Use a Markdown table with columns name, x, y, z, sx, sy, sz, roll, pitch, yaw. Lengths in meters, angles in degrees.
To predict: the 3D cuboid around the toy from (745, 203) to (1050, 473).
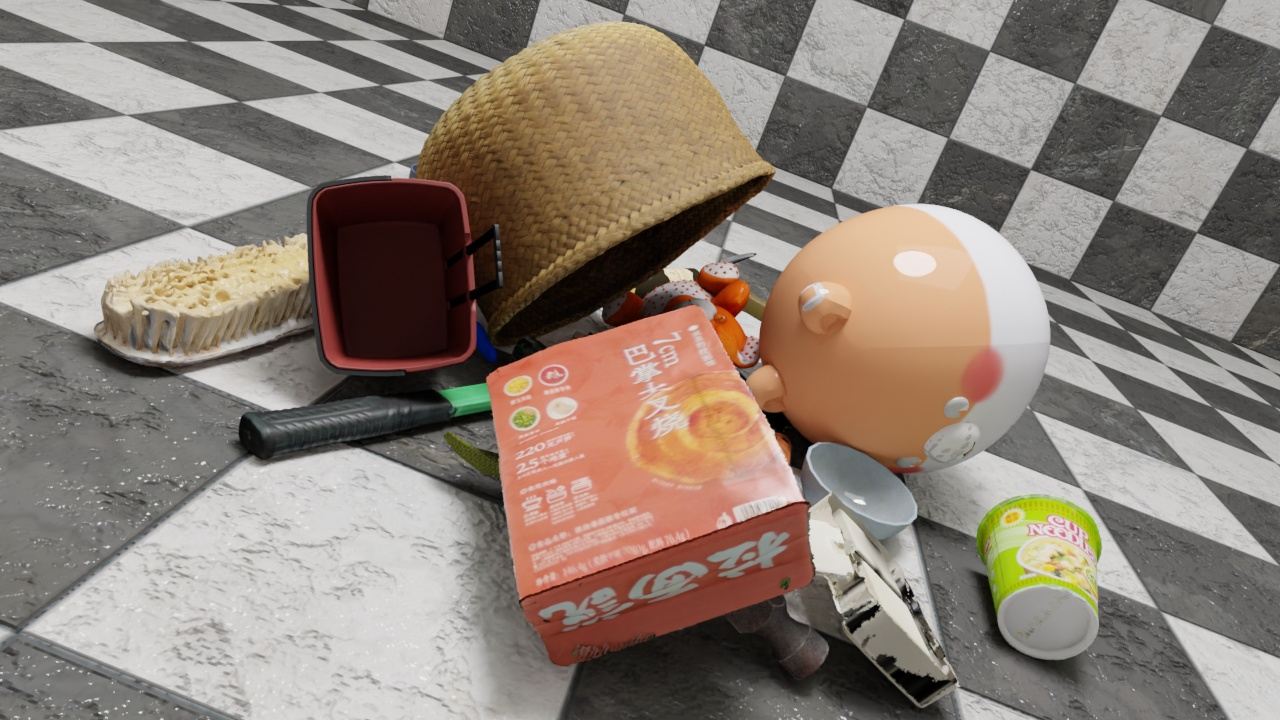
| name | x | y | z | sx | sy | sz | roll | pitch | yaw |
| --- | --- | --- | --- | --- | --- | --- | --- | --- | --- |
| toy | 0.245 | -0.016 | 0.893 | 0.280 | 0.264 | 0.265 | -3 | 50 | -28 |

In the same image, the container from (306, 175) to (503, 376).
| name | x | y | z | sx | sy | sz | roll | pitch | yaw |
| --- | --- | --- | --- | --- | --- | --- | --- | --- | --- |
| container | -0.180 | -0.063 | 0.686 | 0.127 | 0.148 | 0.201 | -4 | 0 | -16 |

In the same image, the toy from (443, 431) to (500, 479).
| name | x | y | z | sx | sy | sz | roll | pitch | yaw |
| --- | --- | --- | --- | --- | --- | --- | --- | --- | --- |
| toy | -0.038 | 0.069 | 0.675 | 0.179 | 0.078 | 0.152 | 26 | 23 | 7 |

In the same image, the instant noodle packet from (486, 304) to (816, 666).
| name | x | y | z | sx | sy | sz | roll | pitch | yaw |
| --- | --- | --- | --- | --- | --- | --- | --- | --- | --- |
| instant noodle packet | -0.008 | 0.052 | 0.572 | 0.164 | 0.084 | 0.220 | -19 | 46 | -3 |

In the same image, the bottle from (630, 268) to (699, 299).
| name | x | y | z | sx | sy | sz | roll | pitch | yaw |
| --- | --- | --- | --- | --- | --- | --- | --- | --- | --- |
| bottle | -0.006 | -0.091 | 1.137 | 0.184 | 0.045 | 0.045 | -5 | 32 | -35 |

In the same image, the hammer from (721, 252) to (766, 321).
| name | x | y | z | sx | sy | sz | roll | pitch | yaw |
| --- | --- | --- | --- | --- | --- | --- | --- | --- | --- |
| hammer | 0.217 | -0.017 | 1.095 | 0.333 | 0.118 | 0.025 | 31 | 25 | 11 |

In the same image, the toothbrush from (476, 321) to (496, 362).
| name | x | y | z | sx | sy | sz | roll | pitch | yaw |
| --- | --- | --- | --- | --- | --- | --- | --- | --- | --- |
| toothbrush | -0.169 | -0.043 | 0.911 | 0.018 | 0.016 | 0.182 | 13 | 22 | -33 |

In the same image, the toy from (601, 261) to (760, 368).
| name | x | y | z | sx | sy | sz | roll | pitch | yaw |
| --- | --- | --- | --- | --- | --- | --- | --- | --- | --- |
| toy | 0.049 | -0.039 | 0.989 | 0.163 | 0.093 | 0.172 | -16 | 35 | -7 |

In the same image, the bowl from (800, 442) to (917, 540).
| name | x | y | z | sx | sy | sz | roll | pitch | yaw |
| --- | --- | --- | --- | --- | --- | --- | --- | --- | --- |
| bowl | 0.184 | 0.120 | 0.799 | 0.106 | 0.039 | 0.106 | 20 | 27 | -11 |

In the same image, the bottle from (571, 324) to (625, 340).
| name | x | y | z | sx | sy | sz | roll | pitch | yaw |
| --- | --- | --- | --- | --- | --- | --- | --- | --- | --- |
| bottle | -0.005 | 0.005 | 0.880 | 0.131 | 0.061 | 0.061 | 21 | 24 | 2 |

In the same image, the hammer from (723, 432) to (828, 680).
| name | x | y | z | sx | sy | sz | roll | pitch | yaw |
| --- | --- | --- | --- | --- | --- | --- | --- | --- | --- |
| hammer | 0.088 | 0.109 | 0.715 | 0.138 | 0.035 | 0.313 | 45 | 18 | -2 |

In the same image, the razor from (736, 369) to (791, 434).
| name | x | y | z | sx | sy | sz | roll | pitch | yaw |
| --- | --- | --- | --- | --- | --- | --- | --- | --- | --- |
| razor | 0.113 | 0.032 | 0.980 | 0.042 | 0.022 | 0.144 | 1 | 29 | -38 |

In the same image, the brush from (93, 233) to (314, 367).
| name | x | y | z | sx | sy | sz | roll | pitch | yaw |
| --- | --- | --- | --- | --- | --- | --- | --- | --- | --- |
| brush | -0.313 | -0.054 | 0.750 | 0.083 | 0.057 | 0.270 | 27 | 22 | 13 |

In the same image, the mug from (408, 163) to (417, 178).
| name | x | y | z | sx | sy | sz | roll | pitch | yaw |
| --- | --- | --- | --- | --- | --- | --- | --- | --- | --- |
| mug | -0.228 | -0.161 | 1.018 | 0.083 | 0.104 | 0.124 | 8 | 25 | -29 |

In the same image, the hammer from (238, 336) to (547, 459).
| name | x | y | z | sx | sy | sz | roll | pitch | yaw |
| --- | --- | --- | --- | --- | --- | --- | --- | --- | --- |
| hammer | -0.155 | 0.035 | 0.719 | 0.130 | 0.032 | 0.317 | 35 | 26 | 31 |

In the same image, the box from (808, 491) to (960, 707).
| name | x | y | z | sx | sy | sz | roll | pitch | yaw |
| --- | --- | --- | --- | --- | --- | --- | --- | --- | --- |
| box | 0.131 | 0.139 | 0.632 | 0.184 | 0.050 | 0.143 | 45 | 14 | -17 |

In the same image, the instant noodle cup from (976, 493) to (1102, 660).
| name | x | y | z | sx | sy | sz | roll | pitch | yaw |
| --- | --- | --- | --- | --- | --- | --- | --- | --- | --- |
| instant noodle cup | 0.322 | 0.176 | 0.736 | 0.099 | 0.099 | 0.107 | 24 | 29 | 7 |

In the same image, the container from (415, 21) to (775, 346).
| name | x | y | z | sx | sy | sz | roll | pitch | yaw |
| --- | --- | --- | --- | --- | --- | --- | --- | --- | --- |
| container | -0.058 | -0.164 | 0.861 | 0.196 | 0.308 | 0.306 | 57 | 28 | 3 |
